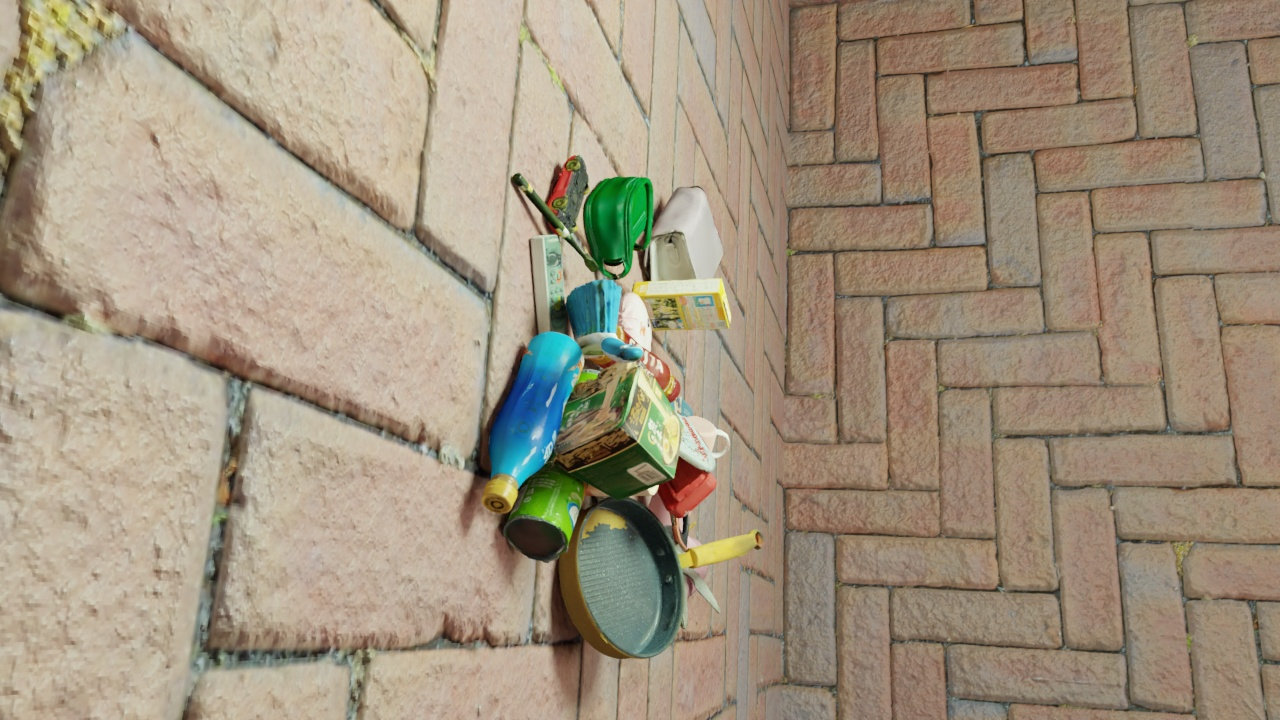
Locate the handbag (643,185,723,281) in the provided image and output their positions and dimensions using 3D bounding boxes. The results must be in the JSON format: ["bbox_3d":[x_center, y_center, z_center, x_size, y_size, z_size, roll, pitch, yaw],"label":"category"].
[{"bbox_3d":[0.069,-0.188,1.521,0.196,0.098,0.145,-66,152,-54],"label":"handbag"}]

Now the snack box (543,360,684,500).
[{"bbox_3d":[-0.019,0.080,0.961,0.105,0.118,0.117,45,36,-24],"label":"snack box"}]

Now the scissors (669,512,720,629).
[{"bbox_3d":[0.047,0.259,1.272,0.222,0.015,0.188,49,36,-13],"label":"scissors"}]

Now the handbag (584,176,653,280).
[{"bbox_3d":[-0.023,-0.186,1.252,0.131,0.068,0.120,-66,151,-56],"label":"handbag"}]

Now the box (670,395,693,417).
[{"bbox_3d":[0.040,0.102,1.467,0.184,0.062,0.089,39,53,-67],"label":"box"}]

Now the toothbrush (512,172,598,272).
[{"bbox_3d":[-0.095,-0.156,1.048,0.186,0.012,0.017,47,16,-52],"label":"toothbrush"}]

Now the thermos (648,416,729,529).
[{"bbox_3d":[0.070,0.182,1.395,0.067,0.087,0.199,-103,-152,-64],"label":"thermos"}]

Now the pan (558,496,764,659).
[{"bbox_3d":[0.041,0.262,1.182,0.356,0.078,0.197,1,70,-53],"label":"pan"}]

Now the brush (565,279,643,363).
[{"bbox_3d":[-0.038,-0.037,0.985,0.315,0.060,0.109,151,-61,-76],"label":"brush"}]

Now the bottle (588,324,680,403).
[{"bbox_3d":[-0.007,0.007,1.221,0.175,0.058,0.057,37,51,-46],"label":"bottle"}]

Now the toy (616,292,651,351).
[{"bbox_3d":[-0.010,-0.026,1.324,0.159,0.054,0.121,70,24,-68],"label":"toy"}]

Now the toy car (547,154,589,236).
[{"bbox_3d":[-0.086,-0.198,1.095,0.049,0.031,0.106,67,33,-54],"label":"toy car"}]

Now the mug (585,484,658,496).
[{"bbox_3d":[-0.039,0.128,1.103,0.114,0.106,0.082,-40,127,-70],"label":"mug"}]

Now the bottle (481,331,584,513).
[{"bbox_3d":[-0.113,0.060,0.927,0.218,0.065,0.065,-73,156,-47],"label":"bottle"}]

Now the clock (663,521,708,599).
[{"bbox_3d":[0.031,0.308,1.325,0.060,0.117,0.158,53,35,-29],"label":"clock"}]

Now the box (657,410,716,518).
[{"bbox_3d":[0.034,0.118,1.232,0.101,0.095,0.201,47,4,-16],"label":"box"}]

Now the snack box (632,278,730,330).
[{"bbox_3d":[0.064,-0.085,1.418,0.087,0.140,0.033,68,25,-49],"label":"snack box"}]

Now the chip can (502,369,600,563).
[{"bbox_3d":[-0.083,0.109,1.014,0.235,0.072,0.072,-71,155,-49],"label":"chip can"}]

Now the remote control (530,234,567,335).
[{"bbox_3d":[-0.103,-0.076,1.051,0.056,0.019,0.135,-31,119,-72],"label":"remote control"}]

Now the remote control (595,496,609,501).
[{"bbox_3d":[-0.037,0.193,1.261,0.136,0.020,0.055,70,25,-49],"label":"remote control"}]
